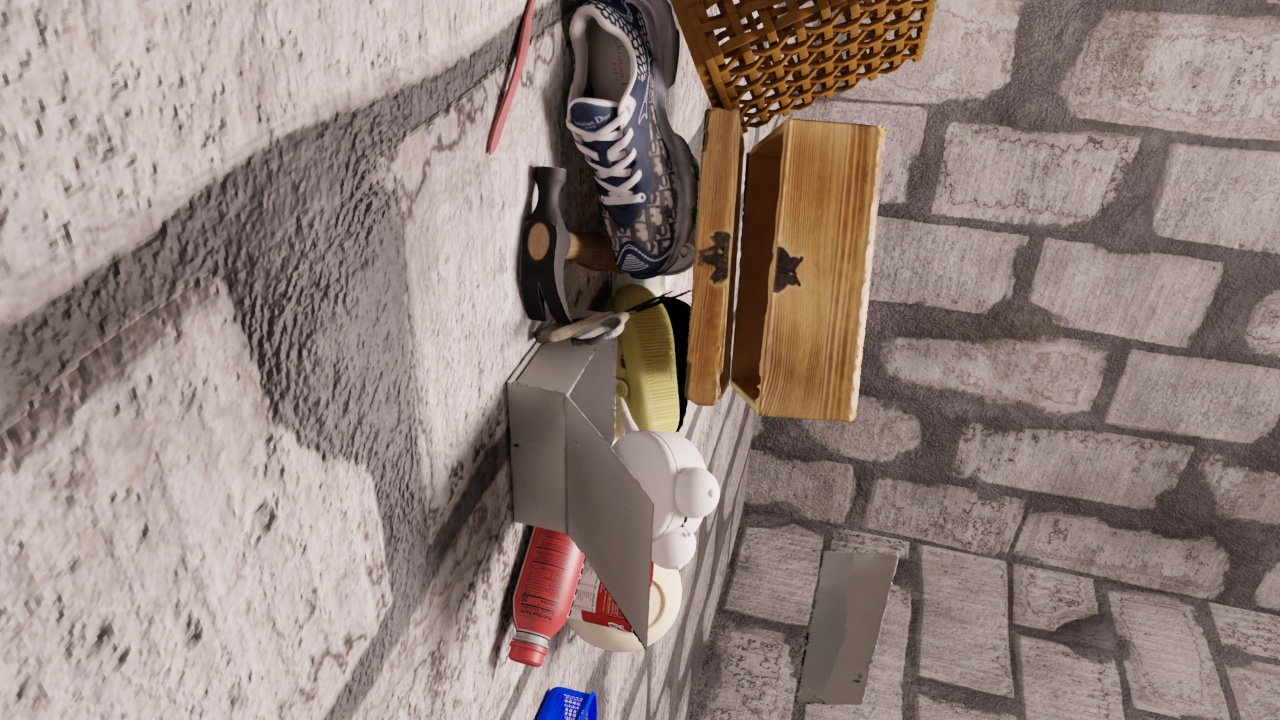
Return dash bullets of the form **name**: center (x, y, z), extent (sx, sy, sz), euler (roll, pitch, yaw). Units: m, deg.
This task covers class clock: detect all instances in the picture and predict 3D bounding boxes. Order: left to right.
- **clock**: center (0.020, 0.141, 0.992), extent (0.072, 0.161, 0.125), euler (10, 109, -40)

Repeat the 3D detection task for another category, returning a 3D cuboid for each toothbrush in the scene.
- **toothbrush**: center (-0.088, -0.240, 0.702), extent (0.015, 0.016, 0.184), euler (45, 57, -67)

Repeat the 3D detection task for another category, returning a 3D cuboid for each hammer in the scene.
- **hammer**: center (-0.053, -0.106, 0.924), extent (0.305, 0.040, 0.132), euler (-14, 110, -77)

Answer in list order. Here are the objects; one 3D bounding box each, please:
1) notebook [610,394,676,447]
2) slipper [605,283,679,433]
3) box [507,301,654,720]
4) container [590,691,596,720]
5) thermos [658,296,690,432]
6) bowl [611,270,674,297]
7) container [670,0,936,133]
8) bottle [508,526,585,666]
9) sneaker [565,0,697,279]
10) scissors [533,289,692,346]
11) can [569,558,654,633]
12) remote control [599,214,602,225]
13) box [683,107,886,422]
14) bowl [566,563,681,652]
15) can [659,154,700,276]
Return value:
- **notebook**: center (0.012, 0.111, 1.158), extent (0.209, 0.012, 0.152), euler (56, 27, -37)
- **slipper**: center (-0.006, 0.006, 1.085), extent (0.091, 0.082, 0.190), euler (-12, 92, -52)
- **box**: center (-0.054, 0.133, 0.775), extent (0.477, 0.119, 0.167), euler (-102, -169, -57)
- **container**: center (-0.094, 0.461, 1.116), extent (0.096, 0.058, 0.114), euler (-61, 158, -56)
- **thermos**: center (0.024, 0.020, 1.244), extent (0.085, 0.086, 0.199), euler (-63, 159, -54)
- **bowl**: center (0.009, -0.117, 1.131), extent (0.117, 0.061, 0.117), euler (11, 89, -77)
- **container**: center (0.128, -0.393, 0.878), extent (0.219, 0.214, 0.251), euler (9, 61, -78)
- **bottle**: center (-0.092, 0.218, 0.929), extent (0.062, 0.062, 0.176), euler (75, 28, -63)
- **sneaker**: center (-0.023, -0.206, 0.830), extent (0.132, 0.103, 0.269), euler (-20, 107, -61)
- **scissors**: center (-0.028, -0.042, 0.863), extent (0.162, 0.154, 0.012), euler (-57, 137, -66)
- **can**: center (-0.052, 0.241, 0.999), extent (0.086, 0.116, 0.086), euler (11, 89, -78)
- **remote control**: center (-0.036, -0.203, 0.978), extent (0.125, 0.009, 0.046), euler (86, 18, -47)
- **box**: center (0.134, -0.096, 0.949), extent (0.245, 0.168, 0.279), euler (-73, 166, -84)
- **bowl**: center (-0.013, 0.280, 1.091), extent (0.075, 0.150, 0.150), euler (-175, -84, -70)
- **can**: center (0.027, -0.172, 1.038), extent (0.088, 0.088, 0.139), euler (79, 8, -58)
